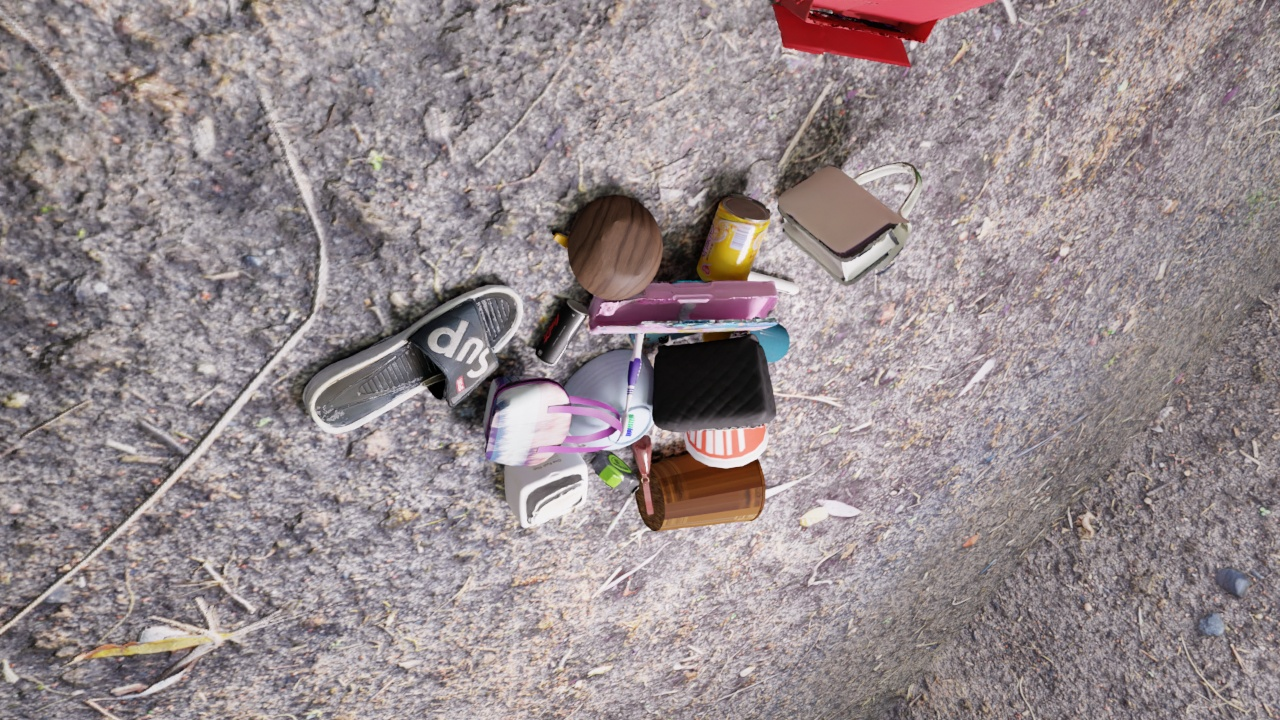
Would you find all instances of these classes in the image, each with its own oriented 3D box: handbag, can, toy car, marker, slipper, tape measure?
[{"bbox_3d":[-0.107,0.079,1.147,0.169,0.068,0.145,6,127,-16],"label":"handbag"},{"bbox_3d":[0.101,0.030,1.215,0.154,0.125,0.114,-7,172,23],"label":"handbag"},{"bbox_3d":[0.008,0.173,1.353,0.029,0.055,0.120,-6,108,4],"label":"handbag"},{"bbox_3d":[-0.096,-0.033,1.117,0.031,0.031,0.081,13,119,-45],"label":"can"},{"bbox_3d":[0.056,-0.056,1.219,0.107,0.027,0.060,-15,145,-5],"label":"toy car"},{"bbox_3d":[0.175,-0.108,1.272,0.133,0.017,0.020,8,159,-43],"label":"marker"},{"bbox_3d":[-0.241,0.009,1.023,0.263,0.063,0.111,-26,140,-12],"label":"slipper"},{"bbox_3d":[-0.041,0.163,1.333,0.065,0.058,0.036,30,108,-37],"label":"tape measure"},{"bbox_3d":[0.284,-0.188,1.172,0.176,0.151,0.074,-35,142,-6],"label":"handbag"},{"bbox_3d":[0.116,-0.146,1.146,0.067,0.067,0.105,-8,132,-33],"label":"can"}]

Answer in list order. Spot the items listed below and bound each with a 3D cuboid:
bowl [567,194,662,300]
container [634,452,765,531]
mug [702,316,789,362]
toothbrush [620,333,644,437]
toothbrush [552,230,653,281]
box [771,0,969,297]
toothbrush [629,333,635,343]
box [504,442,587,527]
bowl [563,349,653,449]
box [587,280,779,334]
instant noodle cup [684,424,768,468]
[{"bbox_3d":[-0.021,-0.127,1.037,0.119,0.032,0.119,-4,100,-25],"label":"bowl"},{"bbox_3d":[0.088,0.200,1.427,0.167,0.132,0.132,-7,132,-26],"label":"container"},{"bbox_3d":[0.154,-0.031,1.289,0.121,0.078,0.078,8,122,-49],"label":"mug"},{"bbox_3d":[-0.007,0.007,1.174,0.016,0.015,0.186,7,94,-25],"label":"toothbrush"},{"bbox_3d":[-0.035,-0.110,1.094,0.031,0.031,0.196,-47,139,16],"label":"toothbrush"},{"bbox_3d":[0.257,-0.288,1.012,0.212,0.128,0.425,-5,101,-36],"label":"box"},{"bbox_3d":[-0.024,-0.059,1.161,0.021,0.017,0.135,-29,142,0],"label":"toothbrush"},{"bbox_3d":[-0.120,0.188,1.264,0.107,0.102,0.103,-17,136,-22],"label":"box"},{"bbox_3d":[-0.030,0.066,1.234,0.150,0.074,0.151,-22,138,-21],"label":"bowl"},{"bbox_3d":[0.054,-0.053,1.125,0.230,0.063,0.085,-2,152,-16],"label":"box"},{"bbox_3d":[0.122,0.068,1.330,0.123,0.123,0.121,-24,132,-19],"label":"instant noodle cup"}]
